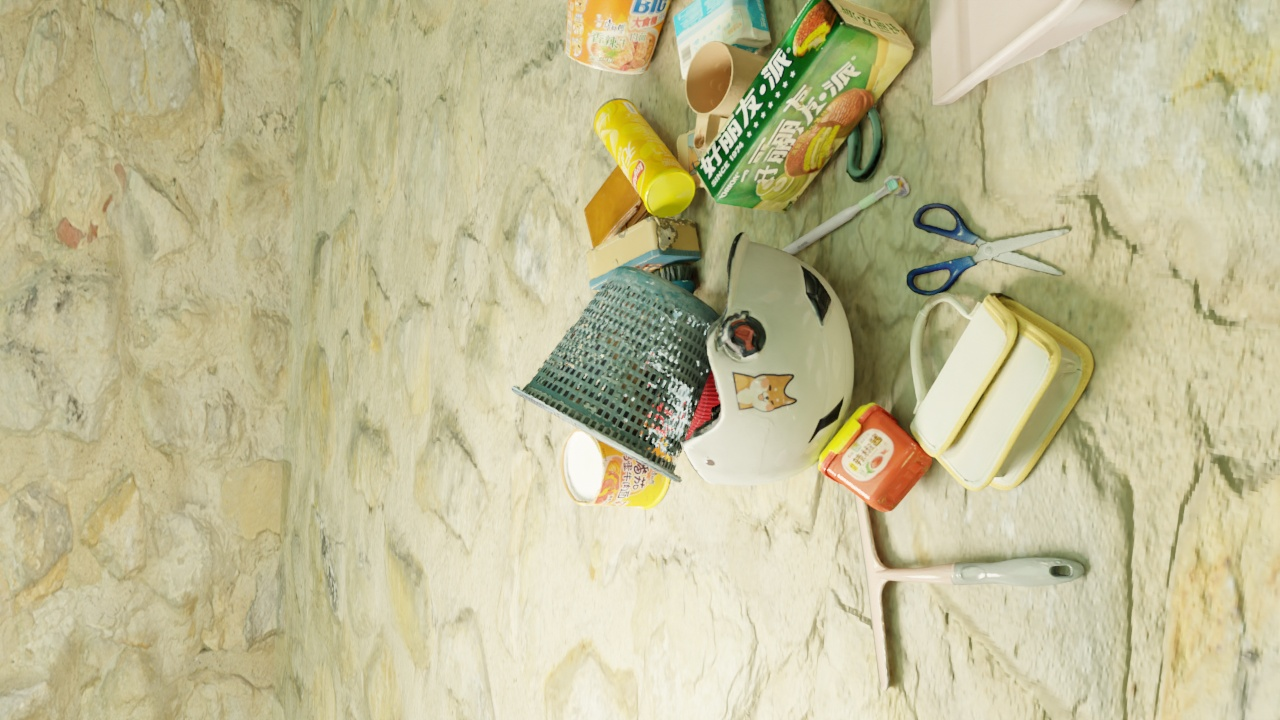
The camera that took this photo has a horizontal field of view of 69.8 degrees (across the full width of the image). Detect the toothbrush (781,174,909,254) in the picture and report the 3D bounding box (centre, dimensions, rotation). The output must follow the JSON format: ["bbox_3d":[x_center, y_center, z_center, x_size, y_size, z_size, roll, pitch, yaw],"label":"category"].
[{"bbox_3d":[0.221,-0.155,1.030,0.190,0.029,0.021,-31,25,50],"label":"toothbrush"}]

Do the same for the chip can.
[{"bbox_3d":[0.001,-0.282,1.259,0.072,0.072,0.213,-62,39,31],"label":"chip can"}]

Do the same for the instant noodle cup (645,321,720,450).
[{"bbox_3d":[0.063,0.033,1.199,0.194,0.065,0.194,-3,86,53],"label":"instant noodle cup"}]

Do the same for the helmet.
[{"bbox_3d":[0.152,0.011,0.988,0.157,0.229,0.274,13,95,12],"label":"helmet"}]

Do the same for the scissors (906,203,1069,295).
[{"bbox_3d":[0.326,-0.101,0.895,0.165,0.012,0.157,57,130,35],"label":"scissors"}]

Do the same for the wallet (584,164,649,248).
[{"bbox_3d":[-0.035,-0.220,1.355,0.131,0.035,0.119,-43,55,44],"label":"wallet"}]

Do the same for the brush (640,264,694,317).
[{"bbox_3d":[0.022,-0.081,1.261,0.144,0.055,0.073,-22,72,50],"label":"brush"}]

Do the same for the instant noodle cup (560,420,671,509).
[{"bbox_3d":[-0.040,0.147,1.297,0.138,0.109,0.138,2,92,53],"label":"instant noodle cup"}]

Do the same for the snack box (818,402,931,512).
[{"bbox_3d":[0.243,0.102,0.940,0.091,0.082,0.080,-53,52,7],"label":"snack box"}]

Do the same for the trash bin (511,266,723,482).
[{"bbox_3d":[-0.006,0.006,1.078,0.227,0.226,0.195,23,82,51],"label":"trash bin"}]

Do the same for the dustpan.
[{"bbox_3d":[0.320,-0.377,0.801,0.274,0.138,0.222,-9,83,52],"label":"dustpan"}]

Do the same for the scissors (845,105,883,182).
[{"bbox_3d":[0.206,-0.264,1.051,0.180,0.019,0.170,-29,69,50],"label":"scissors"}]

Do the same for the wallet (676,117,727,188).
[{"bbox_3d":[0.090,-0.269,1.201,0.115,0.024,0.087,-7,80,53],"label":"wallet"}]

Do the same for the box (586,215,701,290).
[{"bbox_3d":[-0.002,-0.143,1.269,0.185,0.089,0.059,-24,72,53],"label":"box"}]

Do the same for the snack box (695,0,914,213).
[{"bbox_3d":[0.171,-0.268,0.987,0.241,0.114,0.063,-52,51,39],"label":"snack box"}]

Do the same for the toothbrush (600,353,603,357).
[{"bbox_3d":[-0.021,0.031,1.351,0.187,0.016,0.017,47,135,42],"label":"toothbrush"}]

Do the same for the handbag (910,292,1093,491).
[{"bbox_3d":[0.313,0.016,0.876,0.178,0.063,0.164,49,126,46],"label":"handbag"}]

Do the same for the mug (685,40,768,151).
[{"bbox_3d":[0.117,-0.308,1.098,0.084,0.103,0.125,19,104,52],"label":"mug"}]

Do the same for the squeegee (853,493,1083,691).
[{"bbox_3d":[0.305,0.208,0.898,0.250,0.040,0.247,-18,74,51],"label":"squeegee"}]

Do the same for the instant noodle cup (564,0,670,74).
[{"bbox_3d":[-0.037,-0.472,1.278,0.151,0.151,0.112,46,132,43],"label":"instant noodle cup"}]

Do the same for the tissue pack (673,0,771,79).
[{"bbox_3d":[0.101,-0.414,1.153,0.140,0.063,0.090,-19,76,53],"label":"tissue pack"}]
